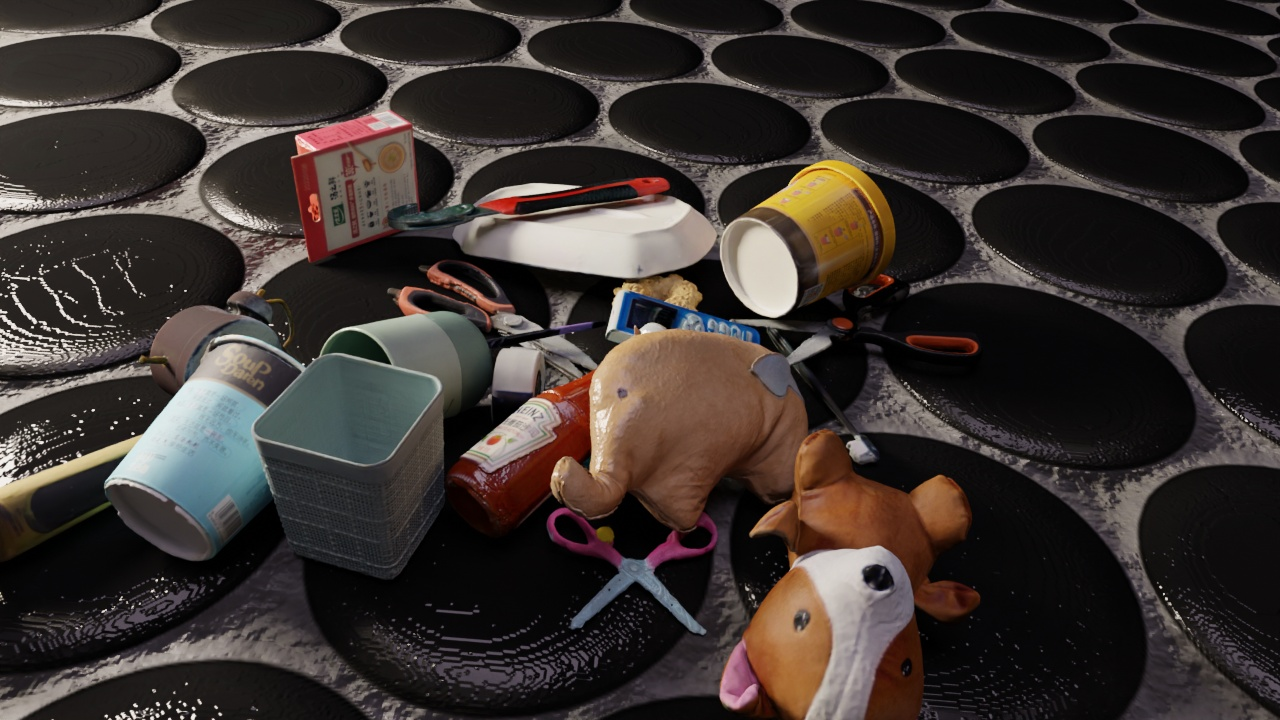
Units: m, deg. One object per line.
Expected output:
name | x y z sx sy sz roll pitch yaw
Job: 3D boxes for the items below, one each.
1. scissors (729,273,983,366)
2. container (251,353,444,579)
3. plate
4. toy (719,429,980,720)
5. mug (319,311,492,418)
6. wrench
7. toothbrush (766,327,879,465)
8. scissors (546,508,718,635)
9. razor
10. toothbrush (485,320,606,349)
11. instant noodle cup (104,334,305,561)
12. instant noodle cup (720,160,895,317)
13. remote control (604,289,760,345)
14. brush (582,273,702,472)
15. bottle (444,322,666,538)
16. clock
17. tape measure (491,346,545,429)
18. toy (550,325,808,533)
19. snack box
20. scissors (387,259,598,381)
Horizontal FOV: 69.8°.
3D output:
scissors | 0.196 -0.030 0.827 0.221 0.022 0.227 14 34 9
container | -0.178 0.071 0.587 0.090 0.112 0.089 12 38 11
plate | -0.058 -0.136 0.902 0.266 0.034 0.161 11 32 23
toy | 0.126 0.138 0.534 0.140 0.131 0.199 21 49 12
mug | -0.179 0.014 0.685 0.106 0.112 0.082 -20 83 -57
wrench | -0.104 -0.152 0.880 0.273 0.016 0.056 -10 30 -11
toothbrush | 0.145 0.024 0.764 0.018 0.016 0.181 -16 42 -12
scissors | -0.003 0.133 0.606 0.134 0.017 0.133 -28 52 -36
razor | -0.377 0.091 0.592 0.068 0.062 0.167 -7 17 43
toothbrush | -0.120 -0.013 0.768 0.189 0.014 0.016 -10 58 -8
instant noodle cup | -0.278 0.062 0.604 0.111 0.111 0.120 16 47 15
instant noodle cup | 0.143 -0.102 0.810 0.114 0.119 0.118 -30 49 -31
remote control | 0.036 -0.020 0.750 0.125 0.024 0.048 17 48 -5
brush | -0.004 0.004 0.760 0.083 0.046 0.253 13 42 5
bottle | -0.048 0.041 0.658 0.060 0.060 0.205 29 53 28
clock | -0.312 -0.005 0.699 0.055 0.082 0.121 19 42 28
tape measure | -0.093 0.023 0.697 0.033 0.066 0.065 4 37 1
toy | 0.021 0.044 0.624 0.225 0.083 0.143 -8 66 -37
snack box | -0.282 -0.170 0.891 0.126 0.113 0.044 -28 49 -35
scissors | -0.134 -0.032 0.809 0.198 0.015 0.204 -3 38 -11
